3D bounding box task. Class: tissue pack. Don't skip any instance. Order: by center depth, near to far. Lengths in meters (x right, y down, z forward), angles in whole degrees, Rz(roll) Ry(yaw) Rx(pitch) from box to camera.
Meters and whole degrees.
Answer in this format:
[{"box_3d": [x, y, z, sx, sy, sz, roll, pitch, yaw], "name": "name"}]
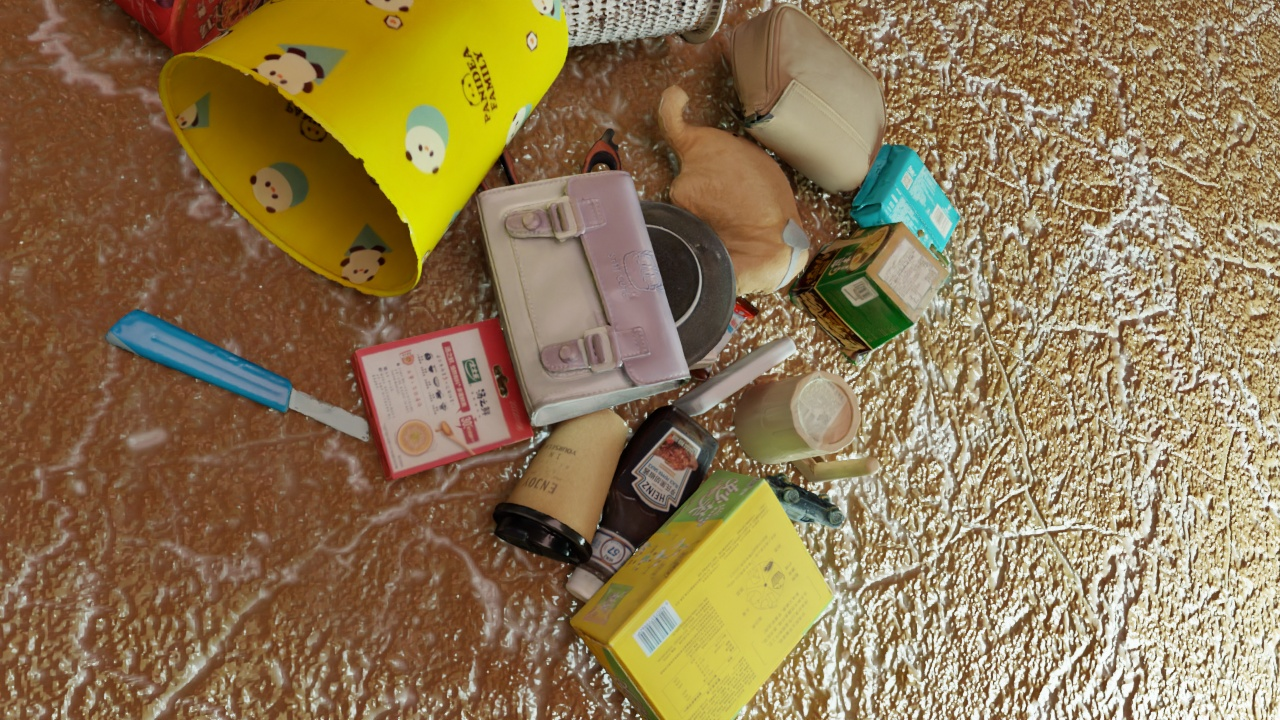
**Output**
[{"box_3d": [0.291, -0.164, 1.017, 0.133, 0.050, 0.093, 45, 66, -28], "name": "tissue pack"}]

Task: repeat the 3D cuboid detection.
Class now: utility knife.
[{"box_3d": [-0.320, 0.016, 0.748, 0.214, 0.018, 0.034, 27, 69, -16], "name": "utility knife"}]

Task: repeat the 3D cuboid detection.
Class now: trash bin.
[{"box_3d": [-0.201, -0.221, 0.741, 0.229, 0.230, 0.254, 39, 62, -12], "name": "trash bin"}, {"box_3d": [-0.051, -0.385, 0.848, 0.192, 0.228, 0.227, -20, 89, -13], "name": "trash bin"}]

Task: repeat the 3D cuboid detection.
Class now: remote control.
[{"box_3d": [0.094, 0.017, 0.909, 0.135, 0.056, 0.020, -32, 96, -26], "name": "remote control"}]

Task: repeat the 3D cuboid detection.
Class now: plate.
[{"box_3d": [0.001, -0.071, 0.860, 0.179, 0.024, 0.179, -1, 74, 4], "name": "plate"}]

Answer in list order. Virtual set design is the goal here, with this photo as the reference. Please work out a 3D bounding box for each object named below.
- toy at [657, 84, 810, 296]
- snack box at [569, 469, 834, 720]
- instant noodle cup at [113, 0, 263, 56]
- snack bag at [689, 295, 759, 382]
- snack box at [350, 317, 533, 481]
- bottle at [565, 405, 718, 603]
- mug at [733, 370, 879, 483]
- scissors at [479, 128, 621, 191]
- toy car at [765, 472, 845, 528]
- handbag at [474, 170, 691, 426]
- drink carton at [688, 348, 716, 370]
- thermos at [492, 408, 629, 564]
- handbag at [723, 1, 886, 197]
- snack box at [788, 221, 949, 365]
[{"box_3d": [0.090, -0.173, 0.929, 0.143, 0.083, 0.226, -26, 88, -42], "name": "toy"}, {"box_3d": [0.061, 0.225, 0.830, 0.209, 0.070, 0.158, -42, 113, -25], "name": "snack box"}, {"box_3d": [-0.372, -0.322, 0.730, 0.108, 0.138, 0.137, 33, 69, -6], "name": "instant noodle cup"}, {"box_3d": [0.074, -0.026, 0.924, 0.045, 0.026, 0.105, 39, 70, 1], "name": "snack bag"}, {"box_3d": [-0.172, 0.033, 0.796, 0.127, 0.044, 0.113, -15, 86, -24], "name": "snack box"}, {"box_3d": [-0.003, 0.136, 0.852, 0.080, 0.044, 0.194, 40, 68, -15], "name": "bottle"}, {"box_3d": [0.166, 0.071, 0.904, 0.124, 0.104, 0.084, 48, 66, -8], "name": "mug"}, {"box_3d": [-0.080, -0.127, 0.853, 0.189, 0.015, 0.226, 22, 78, 1], "name": "scissors"}, {"box_3d": [0.164, 0.145, 0.925, 0.090, 0.043, 0.034, 24, 99, -15], "name": "toy car"}, {"box_3d": [-0.050, -0.056, 0.788, 0.144, 0.099, 0.197, -14, 78, -14], "name": "handbag"}, {"box_3d": [0.033, -0.050, 0.891, 0.053, 0.046, 0.122, -10, 76, -10], "name": "drink carton"}, {"box_3d": [-0.065, 0.109, 0.808, 0.093, 0.093, 0.143, 33, 62, -15], "name": "thermos"}, {"box_3d": [0.171, -0.270, 0.965, 0.204, 0.100, 0.147, 27, 65, -36], "name": "handbag"}, {"box_3d": [0.247, -0.079, 0.966, 0.118, 0.106, 0.117, 43, 67, -10], "name": "snack box"}]
